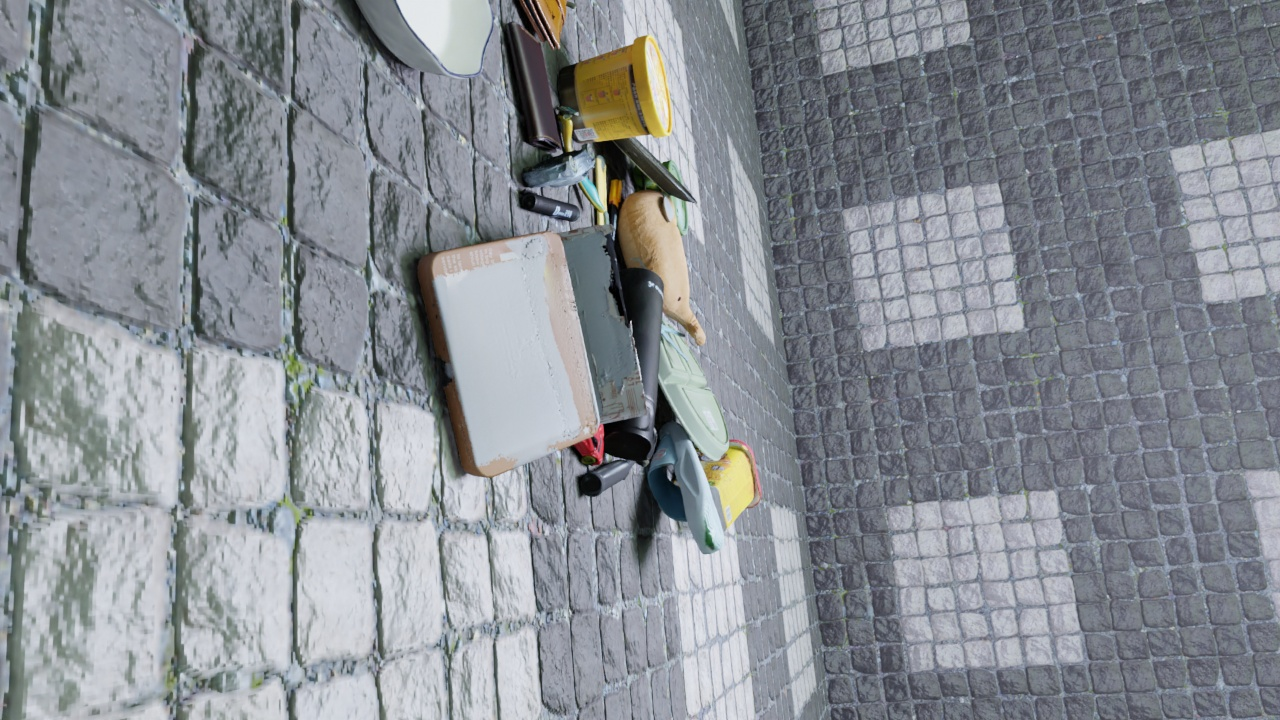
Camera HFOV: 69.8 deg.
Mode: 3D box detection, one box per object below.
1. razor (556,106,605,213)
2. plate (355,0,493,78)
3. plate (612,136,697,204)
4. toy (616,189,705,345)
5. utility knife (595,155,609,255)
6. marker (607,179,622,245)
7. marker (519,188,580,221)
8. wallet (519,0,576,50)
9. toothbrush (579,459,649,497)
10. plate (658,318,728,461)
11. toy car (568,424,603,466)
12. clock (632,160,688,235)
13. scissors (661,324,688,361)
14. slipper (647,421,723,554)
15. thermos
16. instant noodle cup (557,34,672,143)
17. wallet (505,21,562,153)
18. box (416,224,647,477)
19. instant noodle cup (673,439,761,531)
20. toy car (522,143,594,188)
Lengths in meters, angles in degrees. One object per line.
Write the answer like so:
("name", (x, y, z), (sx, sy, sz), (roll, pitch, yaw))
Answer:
("razor", (-0.070, -0.232, 1.079), (0.043, 0.028, 0.133), (45, -23, 60))
("plate", (-0.175, -0.318, 0.705), (0.204, 0.046, 0.205), (-8, 89, -76))
("plate", (0.008, -0.273, 1.263), (0.179, 0.024, 0.179), (44, 12, -12))
("toy", (0.029, -0.123, 1.253), (0.143, 0.083, 0.226), (-14, 89, -62))
("utility knife", (-0.049, -0.172, 1.162), (0.031, 0.021, 0.208), (37, 51, -61))
("marker", (-0.036, -0.192, 1.210), (0.018, 0.015, 0.123), (57, 30, -49))
("marker", (-0.095, -0.162, 0.969), (0.022, 0.020, 0.132), (53, 15, 7))
("wallet", (-0.112, -0.419, 1.025), (0.119, 0.035, 0.130), (56, 27, -45))
("toothbrush", (-0.024, 0.127, 1.053), (0.026, 0.027, 0.212), (-61, 168, 8))
("plate", (0.068, 0.036, 1.310), (0.230, 0.027, 0.229), (56, 15, -23))
("toy car", (-0.057, 0.071, 0.959), (0.106, 0.031, 0.049), (64, 23, -53))
("clock", (0.029, -0.246, 1.400), (0.161, 0.056, 0.116), (5, 76, -75))
("scissors", (0.019, -0.052, 1.243), (0.133, 0.017, 0.131), (16, 40, -51))
("slipper", (0.053, 0.173, 1.208), (0.245, 0.074, 0.104), (-106, 174, -65))
("thermos", (-0.007, 0.006, 1.107), (0.090, 0.069, 0.242), (53, 33, -46))
("instant noodle cup", (-0.030, -0.319, 1.107), (0.118, 0.114, 0.118), (-8, 89, -75))
("wallet", (-0.111, -0.288, 0.978), (0.096, 0.020, 0.122), (-32, 112, -79))
("box", (-0.074, -0.021, 0.791), (0.270, 0.133, 0.179), (-31, 112, -69))
("instant noodle cup", (0.107, 0.190, 1.363), (0.123, 0.116, 0.116), (-44, 125, -57))
("toy car", (-0.083, -0.200, 0.964), (0.120, 0.054, 0.037), (-59, 136, -67))
